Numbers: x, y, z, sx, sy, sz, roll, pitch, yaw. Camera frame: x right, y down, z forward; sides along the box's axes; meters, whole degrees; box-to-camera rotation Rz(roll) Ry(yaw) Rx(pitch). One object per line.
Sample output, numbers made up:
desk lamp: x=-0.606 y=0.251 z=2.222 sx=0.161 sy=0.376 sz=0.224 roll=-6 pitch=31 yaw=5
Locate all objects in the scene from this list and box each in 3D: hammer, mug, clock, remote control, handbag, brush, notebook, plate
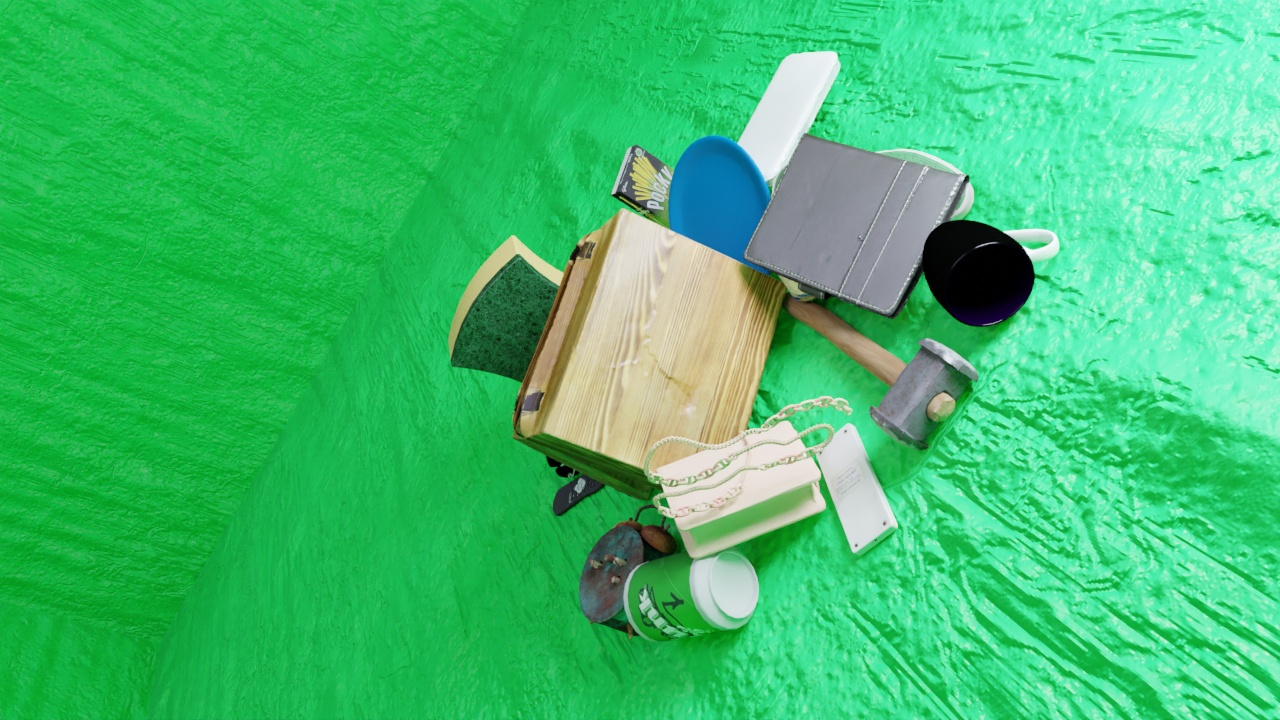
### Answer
hammer: x=0.228 y=-0.016 z=0.967 sx=0.098 sy=0.052 sz=0.328 roll=-56 pitch=26 yaw=10
mug: x=0.323 y=-0.096 z=0.857 sx=0.119 sy=0.085 sz=0.100 roll=-22 pitch=27 yaw=8
clock: x=-0.014 y=0.244 z=1.097 sx=0.121 sy=0.073 sz=0.157 roll=-5 pitch=61 yaw=57
remote control: x=0.211 y=0.125 z=0.903 sx=0.050 sy=0.011 sz=0.135 roll=-46 pitch=33 yaw=27
handbag: x=0.098 y=0.081 z=0.914 sx=0.199 sy=0.187 sz=0.116 roll=-20 pitch=39 yaw=-1
remote control: x=-0.090 y=0.187 z=1.331 sx=0.125 sy=0.009 sz=0.046 roll=-37 pitch=37 yaw=37
brush: x=-0.140 y=-0.046 z=1.360 sx=0.195 sy=0.250 sz=0.075 roll=-54 pitch=30 yaw=21
notebook: x=0.221 y=-0.146 z=0.982 sx=0.209 sy=0.029 sz=0.169 roll=30 pitch=96 yaw=44
clock: x=-0.110 y=0.120 z=1.353 sx=0.120 sy=0.042 sz=0.091 roll=-119 pitch=33 yaw=-56
plate: x=0.110 y=-0.182 z=1.207 sx=0.224 sy=0.024 sz=0.225 roll=32 pitch=129 yaw=50

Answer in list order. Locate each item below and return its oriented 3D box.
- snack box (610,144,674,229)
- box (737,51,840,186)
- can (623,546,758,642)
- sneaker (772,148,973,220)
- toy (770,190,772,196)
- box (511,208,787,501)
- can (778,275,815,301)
snack box: x=0.032 y=-0.245 z=1.359 sx=0.025 sy=0.147 sz=0.080 roll=-8 pitch=59 yaw=55
box: x=0.174 y=-0.317 z=1.245 sx=0.210 sy=0.084 sz=0.186 roll=-61 pitch=20 yaw=-8
can: x=0.052 y=0.248 z=0.974 sx=0.140 sy=0.087 sz=0.087 roll=-28 pitch=44 yaw=45
sneaker: x=0.266 y=-0.182 z=1.027 sx=0.236 sy=0.079 sz=0.084 roll=14 pitch=86 yaw=43
toy: x=0.200 y=-0.224 z=1.182 sx=0.092 sy=0.046 sz=0.115 roll=-42 pitch=28 yaw=33
box: x=-0.012 y=0.004 z=1.114 sx=0.221 sy=0.258 sz=0.278 roll=-17 pitch=52 yaw=67
can: x=0.201 y=-0.112 z=1.060 sx=0.086 sy=0.043 sz=0.086 roll=-32 pitch=24 yaw=16
